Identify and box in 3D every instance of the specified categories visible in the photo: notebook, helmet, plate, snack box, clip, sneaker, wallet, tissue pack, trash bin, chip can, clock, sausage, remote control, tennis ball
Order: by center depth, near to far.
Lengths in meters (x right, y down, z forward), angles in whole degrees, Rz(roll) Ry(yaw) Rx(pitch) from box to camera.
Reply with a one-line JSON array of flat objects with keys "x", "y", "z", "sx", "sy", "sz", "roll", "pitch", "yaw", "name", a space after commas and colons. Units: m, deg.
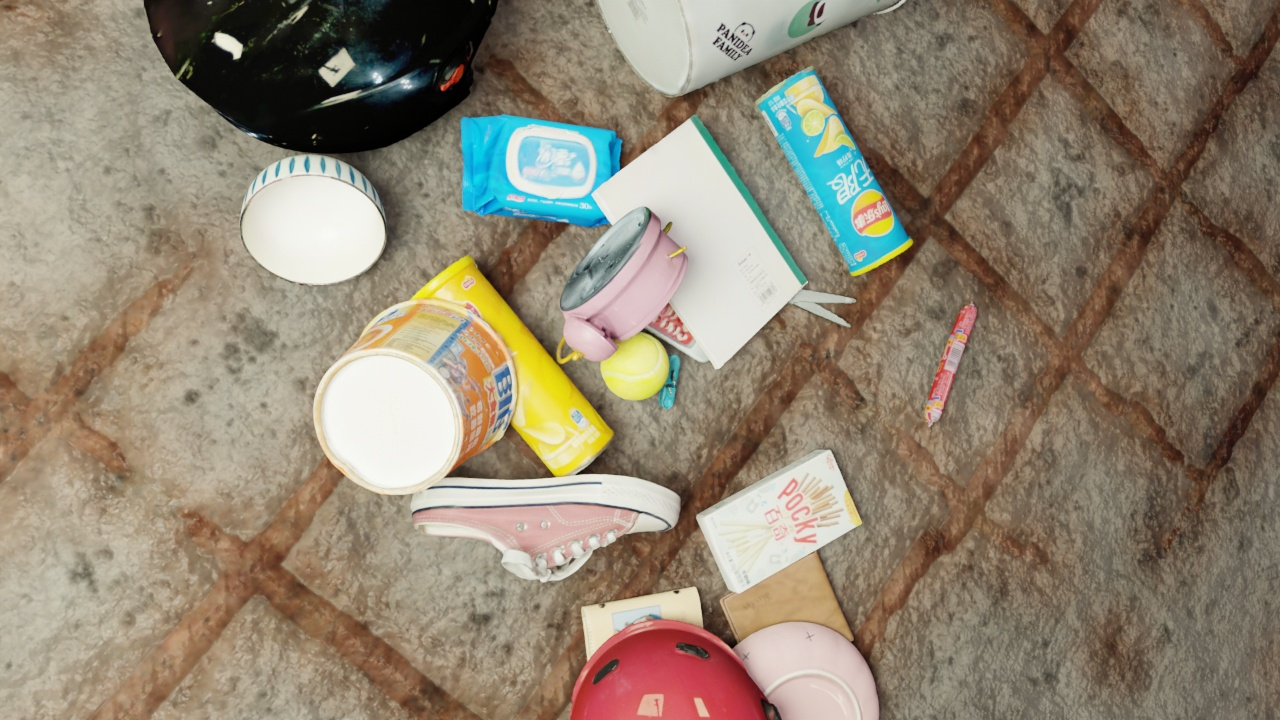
[{"x": -0.250, "y": -0.291, "z": 0.736, "sx": 0.275, "sy": 0.229, "sz": 0.233, "roll": -38, "pitch": 99, "yaw": 21, "name": "helmet"}, {"x": 0.030, "y": 0.359, "z": 0.786, "sx": 0.207, "sy": 0.144, "sz": 0.240, "roll": -13, "pitch": 91, "yaw": -1, "name": "helmet"}, {"x": -0.081, "y": 0.153, "z": 0.814, "sx": 0.241, "sy": 0.118, "sz": 0.087, "roll": 2, "pitch": 66, "yaw": -12, "name": "sneaker"}, {"x": -0.025, "y": -0.060, "z": 0.814, "sx": 0.060, "sy": 0.117, "sz": 0.159, "roll": 40, "pitch": 104, "yaw": -21, "name": "clock"}, {"x": -0.116, "y": 0.009, "z": 0.833, "sx": 0.072, "sy": 0.072, "sz": 0.213, "roll": -41, "pitch": 98, "yaw": -17, "name": "chip can"}, {"x": 0.099, "y": -0.389, "z": 0.867, "sx": 0.251, "sy": 0.230, "sz": 0.229, "roll": -31, "pitch": 95, "yaw": -13, "name": "trash bin"}, {"x": -0.092, "y": -0.180, "z": 0.868, "sx": 0.157, "sy": 0.052, "sz": 0.095, "roll": 4, "pitch": 84, "yaw": -18, "name": "tissue pack"}, {"x": -0.005, "y": 0.005, "z": 0.872, "sx": 0.065, "sy": 0.065, "sz": 0.065, "roll": 2, "pitch": 84, "yaw": -18, "name": "tennis ball"}, {"x": 0.005, "y": 0.269, "z": 0.874, "sx": 0.115, "sy": 0.024, "sz": 0.087, "roll": -5, "pitch": 82, "yaw": -18, "name": "wallet"}, {"x": 0.152, "y": 0.354, "z": 0.892, "sx": 0.192, "sy": 0.039, "sz": 0.192, "roll": 0, "pitch": 92, "yaw": -15, "name": "plate"}, {"x": 0.065, "y": -0.118, "z": 0.902, "sx": 0.150, "sy": 0.012, "sz": 0.209, "roll": -42, "pitch": 104, "yaw": -26, "name": "notebook"}, {"x": 0.028, "y": 0.020, "z": 0.904, "sx": 0.013, "sy": 0.037, "sz": 0.055, "roll": 4, "pitch": 91, "yaw": -15, "name": "clip"}, {"x": 0.024, "y": -0.052, "z": 0.906, "sx": 0.136, "sy": 0.020, "sz": 0.056, "roll": 32, "pitch": 87, "yaw": -12, "name": "remote control"}, {"x": 0.148, "y": 0.260, "z": 0.923, "sx": 0.115, "sy": 0.020, "sz": 0.101, "roll": -25, "pitch": 92, "yaw": -16, "name": "wallet"}, {"x": 0.141, "y": 0.160, "z": 0.925, "sx": 0.156, "sy": 0.027, "sz": 0.084, "roll": -25, "pitch": 93, "yaw": -18, "name": "snack box"}, {"x": 0.201, "y": -0.195, "z": 0.954, "sx": 0.071, "sy": 0.071, "sz": 0.210, "roll": -32, "pitch": 95, "yaw": -18, "name": "chip can"}, {"x": 0.339, "y": 0.003, "z": 1.007, "sx": 0.020, "sy": 0.020, "sz": 0.155, "roll": 26, "pitch": 77, "yaw": -14, "name": "sausage"}]

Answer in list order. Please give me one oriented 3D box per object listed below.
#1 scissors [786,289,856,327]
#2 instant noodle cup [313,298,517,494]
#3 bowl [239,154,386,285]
[{"x": 0.143, "y": -0.062, "z": 0.953, "sx": 0.170, "sy": 0.012, "sz": 0.144, "roll": 46, "pitch": 74, "yaw": -8, "name": "scissors"}, {"x": -0.188, "y": 0.034, "z": 0.754, "sx": 0.151, "sy": 0.111, "sz": 0.151, "roll": 2, "pitch": 106, "yaw": 7, "name": "instant noodle cup"}, {"x": -0.278, "y": -0.128, "z": 0.784, "sx": 0.116, "sy": 0.117, "sz": 0.066, "roll": -1, "pitch": 46, "yaw": -18, "name": "bowl"}]
